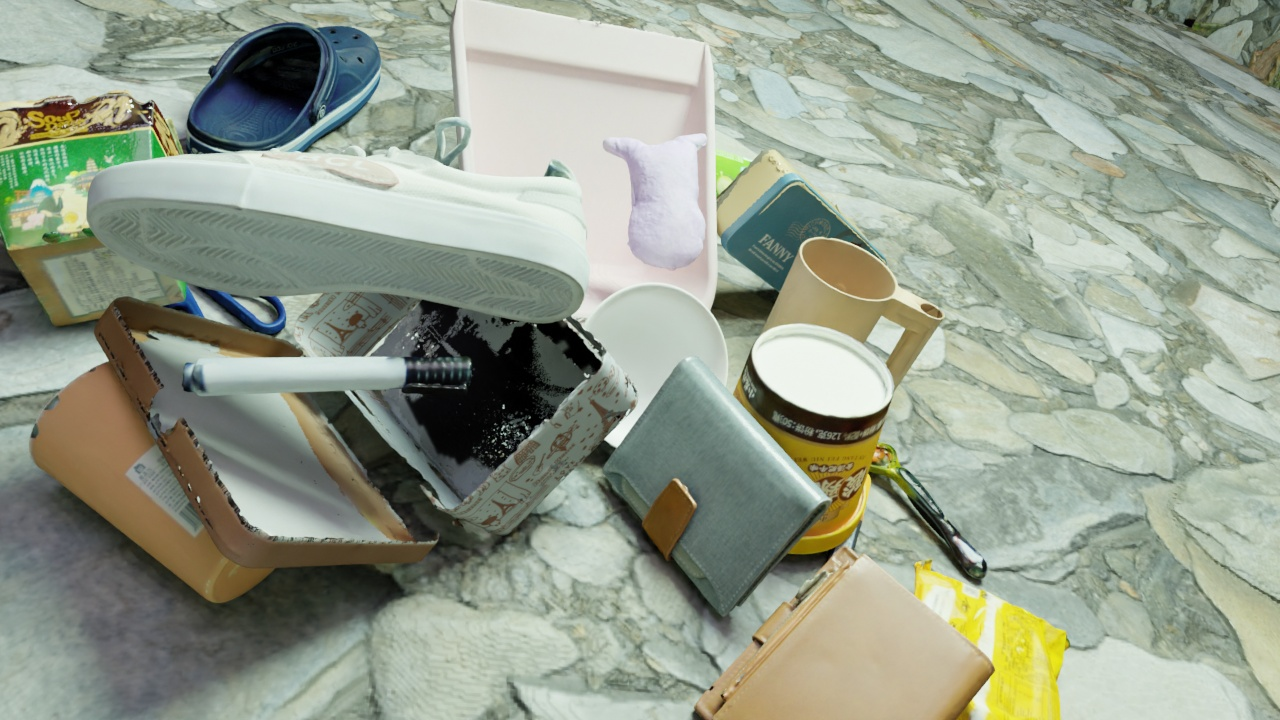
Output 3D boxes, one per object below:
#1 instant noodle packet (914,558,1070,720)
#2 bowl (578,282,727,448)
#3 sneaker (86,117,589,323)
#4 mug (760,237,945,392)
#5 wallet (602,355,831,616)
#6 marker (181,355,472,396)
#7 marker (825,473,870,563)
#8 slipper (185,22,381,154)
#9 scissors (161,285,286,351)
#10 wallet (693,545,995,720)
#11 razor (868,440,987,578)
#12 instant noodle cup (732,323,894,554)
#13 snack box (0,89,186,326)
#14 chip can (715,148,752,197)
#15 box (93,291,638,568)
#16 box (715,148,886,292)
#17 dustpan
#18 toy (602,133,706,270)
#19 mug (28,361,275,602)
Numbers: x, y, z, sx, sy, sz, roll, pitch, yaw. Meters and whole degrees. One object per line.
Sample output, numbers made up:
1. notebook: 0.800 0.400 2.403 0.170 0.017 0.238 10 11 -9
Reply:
1. instant noodle packet: 0.205 0.187 0.560 0.111 0.044 0.128 28 35 11
2. bowl: -0.004 0.004 0.654 0.118 0.118 0.065 2 4 -24
3. sneaker: -0.144 -0.083 0.467 0.242 0.090 0.090 6 62 -11
4. mug: 0.167 -0.026 0.751 0.124 0.104 0.084 29 38 10
5. wallet: 0.039 0.077 0.565 0.037 0.107 0.129 9 33 -52
6. marker: -0.146 0.008 0.436 0.130 0.018 0.022 -2 57 -14
7. marker: 0.142 0.120 0.637 0.018 0.015 0.123 24 40 6
8. slipper: -0.313 -0.248 0.804 0.105 0.095 0.252 22 41 -3
9. scissors: -0.323 -0.056 0.630 0.171 0.012 0.140 19 37 0
10. wallet: 0.110 0.177 0.498 0.108 0.031 0.131 39 67 23
11. razor: 0.205 0.103 0.680 0.042 0.022 0.142 -13 50 -34
12. instant noodle cup: 0.106 0.048 0.611 0.118 0.115 0.118 7 38 -6
13. snack box: -0.345 -0.088 0.579 0.118 0.118 0.105 -14 62 -19
14. chip can: 0.035 -0.187 0.910 0.221 0.073 0.072 15 38 -7
15. box: -0.131 -0.006 0.511 0.180 0.157 0.226 45 12 27
16. box: 0.133 -0.108 0.797 0.184 0.090 0.059 25 28 -44
17. dustpan: -0.030 -0.133 0.710 0.222 0.274 0.139 -1 18 -22
18. toy: 0.016 -0.122 0.702 0.083 0.039 0.108 -4 87 -13
19. mug: -0.239 0.063 0.475 0.123 0.078 0.078 37 40 13
